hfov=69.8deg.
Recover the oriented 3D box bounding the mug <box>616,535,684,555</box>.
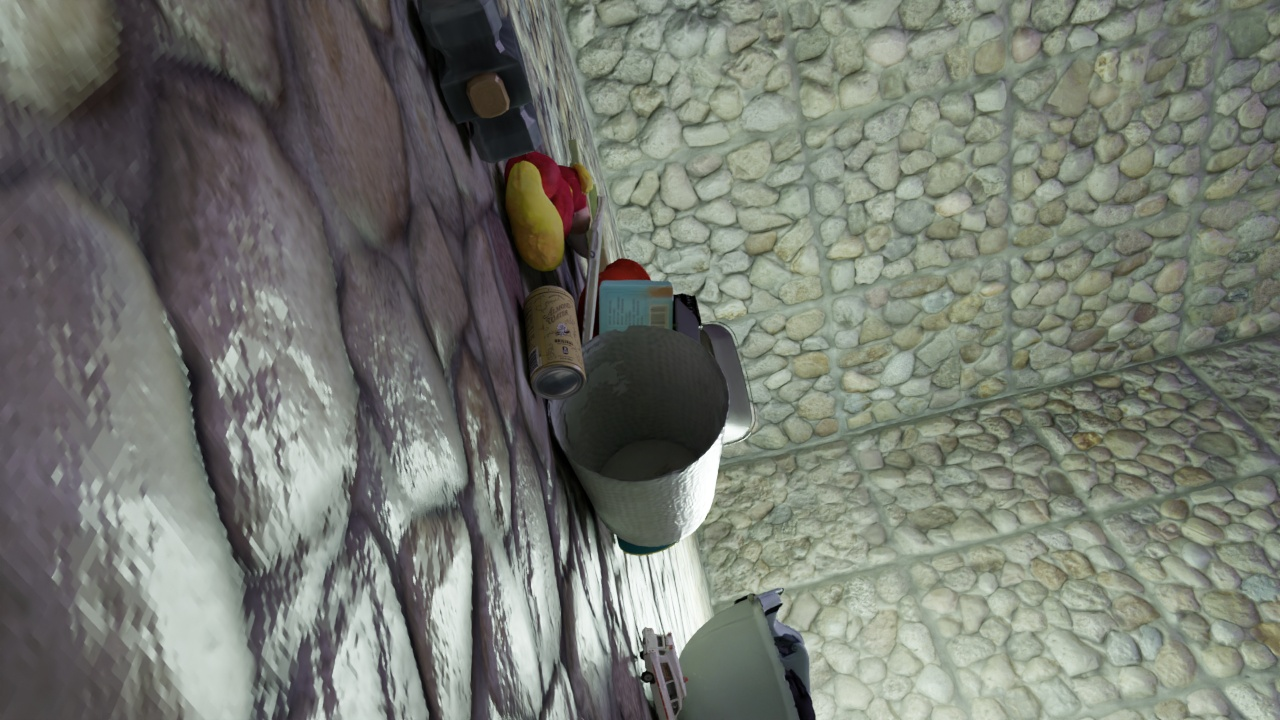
[{"bbox_3d":[-0.005,0.115,0.878,0.078,0.078,0.121,-97,167,-69],"label":"mug"}]

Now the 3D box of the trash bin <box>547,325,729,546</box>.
[{"bbox_3d":[0.005,0.071,0.737,0.161,0.133,0.133,81,-3,-57],"label":"trash bin"}]

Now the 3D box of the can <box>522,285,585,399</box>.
[{"bbox_3d":[-0.062,-0.014,0.652,0.038,0.038,0.079,73,4,-49],"label":"can"}]

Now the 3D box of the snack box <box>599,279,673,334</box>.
[{"bbox_3d":[-0.006,0.005,0.940,0.053,0.075,0.175,-104,-166,-83],"label":"snack box"}]

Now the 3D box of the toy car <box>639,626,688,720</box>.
[{"bbox_3d":[0.025,0.300,0.844,0.039,0.039,0.113,-98,173,-69],"label":"toy car"}]

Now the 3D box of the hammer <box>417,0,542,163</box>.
[{"bbox_3d":[-0.128,-0.287,0.657,0.117,0.051,0.322,72,2,-54],"label":"hammer"}]

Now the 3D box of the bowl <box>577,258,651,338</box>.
[{"bbox_3d":[-0.032,-0.047,1.007,0.131,0.045,0.130,15,-72,55],"label":"bowl"}]

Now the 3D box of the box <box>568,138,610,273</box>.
[{"bbox_3d":[-0.064,-0.187,1.160,0.186,0.024,0.137,-100,173,-56],"label":"box"}]

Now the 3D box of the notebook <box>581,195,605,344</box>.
[{"bbox_3d":[-0.047,-0.051,0.856,0.252,0.010,0.182,-94,-171,-74],"label":"notebook"}]

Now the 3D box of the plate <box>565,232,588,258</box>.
[{"bbox_3d":[-0.085,-0.175,1.159,0.104,0.026,0.104,-10,87,-88],"label":"plate"}]

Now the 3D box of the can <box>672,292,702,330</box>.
[{"bbox_3d":[0.002,-0.043,1.099,0.054,0.138,0.054,-9,86,-88],"label":"can"}]

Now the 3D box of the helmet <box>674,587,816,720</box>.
[{"bbox_3d":[0.110,0.371,0.950,0.264,0.164,0.236,60,11,-56],"label":"helmet"}]

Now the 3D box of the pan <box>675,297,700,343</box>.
[{"bbox_3d":[0.056,0.061,0.988,0.355,0.024,0.216,82,6,-64],"label":"pan"}]

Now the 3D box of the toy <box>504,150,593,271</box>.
[{"bbox_3d":[-0.080,-0.131,0.747,0.137,0.067,0.105,-63,143,-67],"label":"toy"}]

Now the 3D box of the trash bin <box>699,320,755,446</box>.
[{"bbox_3d":[0.052,0.043,1.322,0.220,0.197,0.197,11,64,-80],"label":"trash bin"}]
